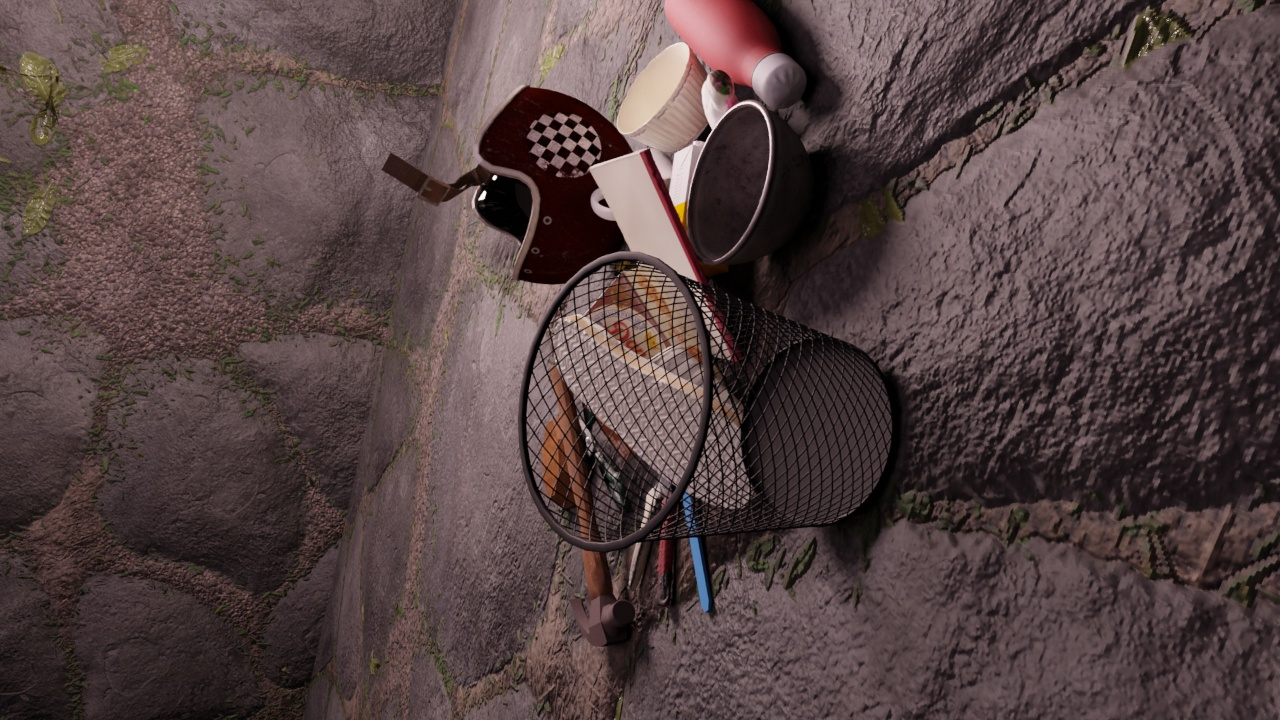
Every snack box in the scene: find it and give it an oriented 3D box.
[{"bbox_3d":[-0.005,0.005,0.923,0.143,0.041,0.147,56,132,13],"label":"snack box"}]

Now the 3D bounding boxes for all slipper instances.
[{"bbox_3d":[0.016,0.038,0.848,0.273,0.053,0.115,32,126,34],"label":"slipper"}]

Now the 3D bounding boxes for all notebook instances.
[{"bbox_3d":[0.022,-0.097,0.878,0.209,0.012,0.153,64,164,-15],"label":"notebook"}]

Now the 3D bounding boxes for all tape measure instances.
[{"bbox_3d":[-0.007,-0.124,1.079,0.062,0.034,0.061,-55,24,34],"label":"tape measure"}]

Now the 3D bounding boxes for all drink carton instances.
[{"bbox_3d":[0.061,-0.152,0.918,0.040,0.058,0.122,177,102,-66],"label":"drink carton"}]

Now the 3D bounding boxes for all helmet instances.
[{"bbox_3d":[-0.126,-0.211,1.109,0.233,0.253,0.234,-59,4,-14],"label":"helmet"}]

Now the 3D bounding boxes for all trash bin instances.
[{"bbox_3d":[0.055,0.038,0.630,0.185,0.209,0.184,-14,71,47],"label":"trash bin"}]

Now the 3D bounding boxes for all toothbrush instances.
[{"bbox_3d":[0.053,0.156,0.873,0.016,0.014,0.166,-49,42,49],"label":"toothbrush"}]

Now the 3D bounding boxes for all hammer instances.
[{"bbox_3d":[-0.064,0.156,1.034,0.116,0.033,0.322,132,130,-57],"label":"hammer"}]

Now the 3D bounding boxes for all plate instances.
[{"bbox_3d":[-0.104,0.128,1.184,0.131,0.025,0.131,180,91,-72],"label":"plate"}]

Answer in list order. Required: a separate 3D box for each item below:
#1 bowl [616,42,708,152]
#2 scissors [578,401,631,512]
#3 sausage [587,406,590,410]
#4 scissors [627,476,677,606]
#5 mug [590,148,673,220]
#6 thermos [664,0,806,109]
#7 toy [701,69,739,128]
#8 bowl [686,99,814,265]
[{"bbox_3d":[0.035,-0.278,0.997,0.116,0.062,0.115,-37,36,33],"label":"bowl"},{"bbox_3d":[-0.045,0.112,1.064,0.207,0.015,0.179,106,144,-67],"label":"scissors"},{"bbox_3d":[-0.018,0.042,1.038,0.164,0.039,0.044,173,100,-65],"label":"sausage"},{"bbox_3d":[0.020,0.161,0.937,0.186,0.015,0.180,-105,34,-45],"label":"scissors"},{"bbox_3d":[0.001,-0.178,1.002,0.090,0.110,0.074,-118,18,-54],"label":"mug"},{"bbox_3d":[0.094,-0.312,0.894,0.073,0.073,0.239,-64,34,31],"label":"thermos"},{"bbox_3d":[0.085,-0.239,0.893,0.038,0.079,0.122,-38,3,-2],"label":"toy"},{"bbox_3d":[0.104,-0.148,0.811,0.145,0.067,0.145,10,90,66],"label":"bowl"}]
